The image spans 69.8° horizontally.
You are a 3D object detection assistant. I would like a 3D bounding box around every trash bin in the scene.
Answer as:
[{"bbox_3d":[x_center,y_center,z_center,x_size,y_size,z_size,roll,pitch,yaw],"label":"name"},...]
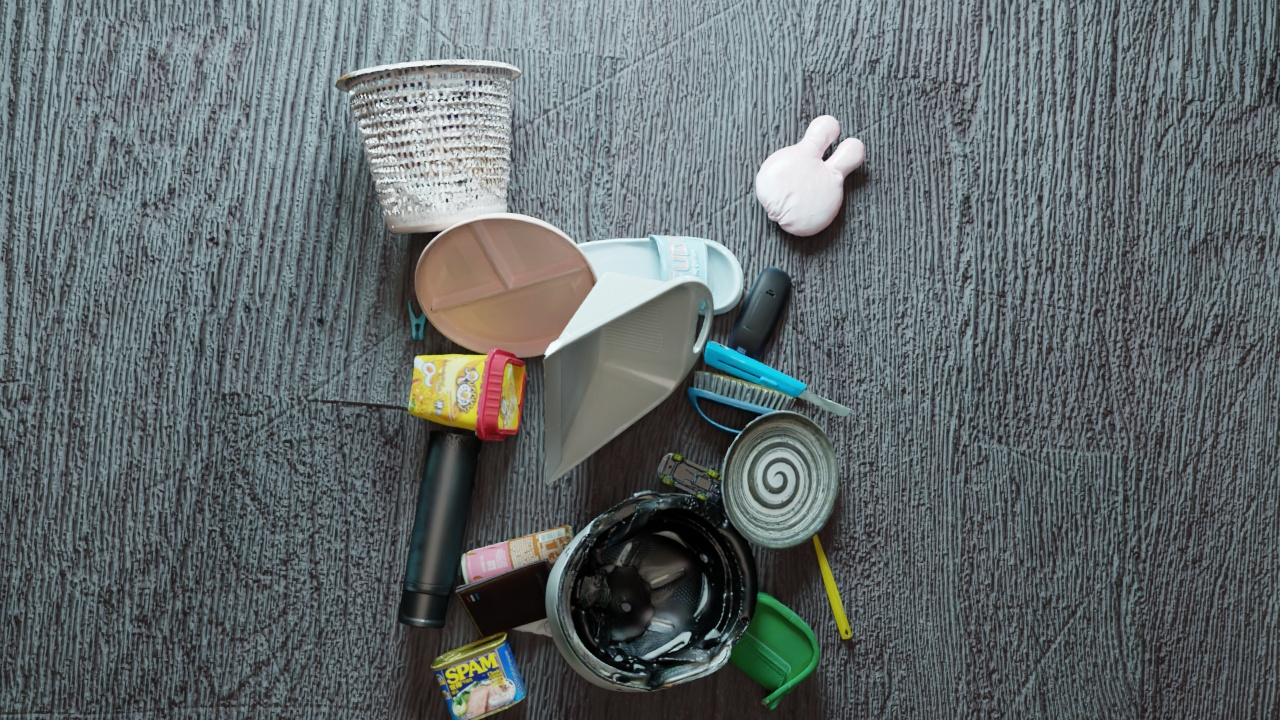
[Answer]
[{"bbox_3d":[-0.253,-0.261,1.155,0.227,0.227,0.192,-6,99,-2],"label":"trash bin"}]

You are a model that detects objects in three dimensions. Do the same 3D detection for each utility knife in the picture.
[{"bbox_3d":[0.184,0.029,1.226,0.216,0.018,0.034,23,125,-1],"label":"utility knife"}]

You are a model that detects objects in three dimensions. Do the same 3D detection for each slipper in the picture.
[{"bbox_3d":[0.015,-0.118,1.208,0.245,0.074,0.104,3,85,0],"label":"slipper"}]

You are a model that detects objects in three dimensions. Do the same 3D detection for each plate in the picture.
[{"bbox_3d":[0.178,0.154,1.182,0.179,0.024,0.179,1,89,-24],"label":"plate"},{"bbox_3d":[-0.166,-0.093,1.154,0.229,0.230,0.028,0,44,-1],"label":"plate"}]

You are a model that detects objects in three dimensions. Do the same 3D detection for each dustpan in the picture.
[{"bbox_3d":[-0.007,0.007,1.120,0.143,0.223,0.256,13,44,9],"label":"dustpan"}]

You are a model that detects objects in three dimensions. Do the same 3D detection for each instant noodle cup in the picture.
[{"bbox_3d":[-0.223,0.040,1.180,0.124,0.116,0.116,6,86,10],"label":"instant noodle cup"}]

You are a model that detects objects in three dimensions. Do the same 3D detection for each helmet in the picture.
[{"bbox_3d":[-0.003,0.291,1.131,0.273,0.157,0.230,-20,80,-39],"label":"helmet"}]

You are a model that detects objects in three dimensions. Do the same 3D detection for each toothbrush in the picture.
[{"bbox_3d":[0.246,0.276,1.215,0.015,0.016,0.190,-17,87,-5],"label":"toothbrush"}]

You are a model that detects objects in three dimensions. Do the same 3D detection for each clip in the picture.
[{"bbox_3d":[-0.297,-0.054,1.227,0.038,0.013,0.055,-2,87,-1],"label":"clip"}]

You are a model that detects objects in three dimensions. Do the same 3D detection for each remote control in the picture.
[{"bbox_3d":[0.161,-0.063,1.232,0.053,0.024,0.136,24,86,1],"label":"remote control"}]

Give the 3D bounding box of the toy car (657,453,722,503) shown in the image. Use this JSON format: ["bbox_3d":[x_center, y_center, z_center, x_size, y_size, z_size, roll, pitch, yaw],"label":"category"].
[{"bbox_3d":[0.067,0.155,1.210,0.090,0.035,0.042,25,84,1],"label":"toy car"}]

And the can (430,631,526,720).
[{"bbox_3d":[-0.206,0.409,1.178,0.102,0.057,0.083,-21,89,-2],"label":"can"}]

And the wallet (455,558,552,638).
[{"bbox_3d":[-0.161,0.303,1.169,0.122,0.020,0.096,-18,124,-1],"label":"wallet"}]

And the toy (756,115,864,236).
[{"bbox_3d":[0.229,-0.246,1.230,0.121,0.054,0.159,41,87,-6],"label":"toy"}]

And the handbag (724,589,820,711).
[{"bbox_3d":[0.157,0.368,1.182,0.131,0.068,0.120,36,87,1],"label":"handbag"}]

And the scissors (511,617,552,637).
[{"bbox_3d":[-0.096,0.342,1.206,0.204,0.015,0.202,-33,88,-2],"label":"scissors"}]

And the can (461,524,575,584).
[{"bbox_3d":[-0.153,0.258,1.187,0.147,0.058,0.058,-14,87,-2],"label":"can"}]

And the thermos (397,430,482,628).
[{"bbox_3d":[-0.265,0.214,1.180,0.068,0.090,0.242,16,79,-35],"label":"thermos"}]

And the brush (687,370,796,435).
[{"bbox_3d":[0.130,0.062,1.207,0.144,0.055,0.073,16,85,-1],"label":"brush"}]
